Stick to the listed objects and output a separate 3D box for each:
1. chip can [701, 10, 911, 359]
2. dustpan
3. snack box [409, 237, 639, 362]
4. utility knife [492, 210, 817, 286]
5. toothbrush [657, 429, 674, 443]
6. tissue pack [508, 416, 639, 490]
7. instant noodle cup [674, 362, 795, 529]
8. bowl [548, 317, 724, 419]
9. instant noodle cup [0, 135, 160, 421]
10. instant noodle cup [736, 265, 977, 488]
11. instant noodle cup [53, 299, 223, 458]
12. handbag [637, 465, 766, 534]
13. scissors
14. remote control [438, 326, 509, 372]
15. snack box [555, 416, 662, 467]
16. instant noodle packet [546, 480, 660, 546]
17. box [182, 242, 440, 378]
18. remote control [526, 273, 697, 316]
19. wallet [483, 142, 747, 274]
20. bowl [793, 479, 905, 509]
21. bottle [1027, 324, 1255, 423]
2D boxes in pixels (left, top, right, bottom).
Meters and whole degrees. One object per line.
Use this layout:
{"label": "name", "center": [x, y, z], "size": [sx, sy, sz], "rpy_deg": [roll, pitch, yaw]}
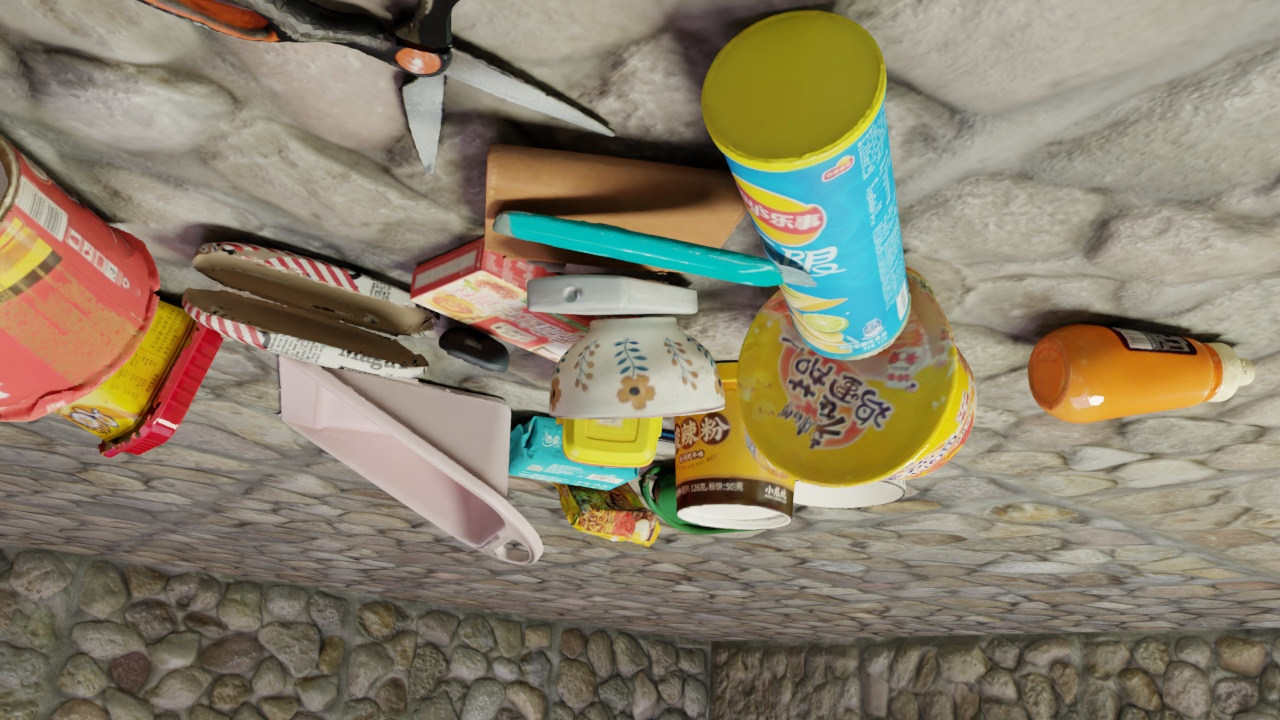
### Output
{"label": "chip can", "center": [0.089, -0.069, 0.444], "size": [0.071, 0.071, 0.210], "rpy_deg": [-3, 158, 18]}
{"label": "dustpan", "center": [-0.222, 0.108, 0.867], "size": [0.273, 0.138, 0.223], "rpy_deg": [9, 159, -15]}
{"label": "snack box", "center": [-0.073, -0.034, 0.626], "size": [0.075, 0.025, 0.152], "rpy_deg": [-15, 152, 39]}
{"label": "utility knife", "center": [0.003, -0.054, 0.443], "size": [0.166, 0.013, 0.029], "rpy_deg": [13, 162, 12]}
{"label": "toothbrush", "center": [0.017, 0.073, 0.904], "size": [0.189, 0.014, 0.016], "rpy_deg": [13, 158, -24]}
{"label": "tissue pack", "center": [-0.070, 0.093, 0.919], "size": [0.133, 0.050, 0.093], "rpy_deg": [11, 160, -17]}
{"label": "instant noodle cup", "center": [0.079, 0.074, 0.756], "size": [0.118, 0.114, 0.119], "rpy_deg": [4, 160, 1]}
{"label": "bowl", "center": [-0.003, 0.003, 0.591], "size": [0.113, 0.062, 0.113], "rpy_deg": [-3, -177, 0]}
{"label": "instant noodle cup", "center": [-0.357, -0.053, 0.501], "size": [0.138, 0.137, 0.109], "rpy_deg": [2, 150, 6]}
{"label": "instant noodle cup", "center": [0.147, 0.018, 0.587], "size": [0.138, 0.138, 0.109], "rpy_deg": [-10, 163, 33]}
{"label": "instant noodle cup", "center": [-0.389, -0.005, 0.659], "size": [0.123, 0.115, 0.116], "rpy_deg": [34, 146, -33]}
{"label": "handbag", "center": [0.079, 0.142, 1.010], "size": [0.132, 0.067, 0.120], "rpy_deg": [-11, 146, 37]}
{"label": "scissors", "center": [-0.104, -0.136, 0.372], "size": [0.220, 0.021, 0.234], "rpy_deg": [9, 160, -16]}
{"label": "remote control", "center": [-0.120, -0.009, 0.666], "size": [0.053, 0.024, 0.136], "rpy_deg": [22, 177, -11]}
{"label": "snack box", "center": [-0.026, 0.042, 0.730], "size": [0.082, 0.091, 0.080], "rpy_deg": [6, 166, -6]}
{"label": "instant noodle packet", "center": [-0.045, 0.149, 0.999], "size": [0.110, 0.044, 0.128], "rpy_deg": [20, -167, -30]}
{"label": "box", "center": [-0.219, -0.020, 0.613], "size": [0.163, 0.082, 0.075], "rpy_deg": [16, 163, -34]}
{"label": "remote control", "center": [-0.012, -0.038, 0.542], "size": [0.058, 0.021, 0.149], "rpy_deg": [-1, -179, 19]}
{"label": "wallet", "center": [-0.017, -0.077, 0.492], "size": [0.131, 0.031, 0.108], "rpy_deg": [5, 164, -8]}
{"label": "bowl", "center": [0.184, 0.093, 0.850], "size": [0.116, 0.066, 0.117], "rpy_deg": [3, 158, 1]}
{"label": "bottle", "center": [0.343, 0.008, 0.619], "size": [0.149, 0.066, 0.067], "rpy_deg": [-1, 160, -8]}
